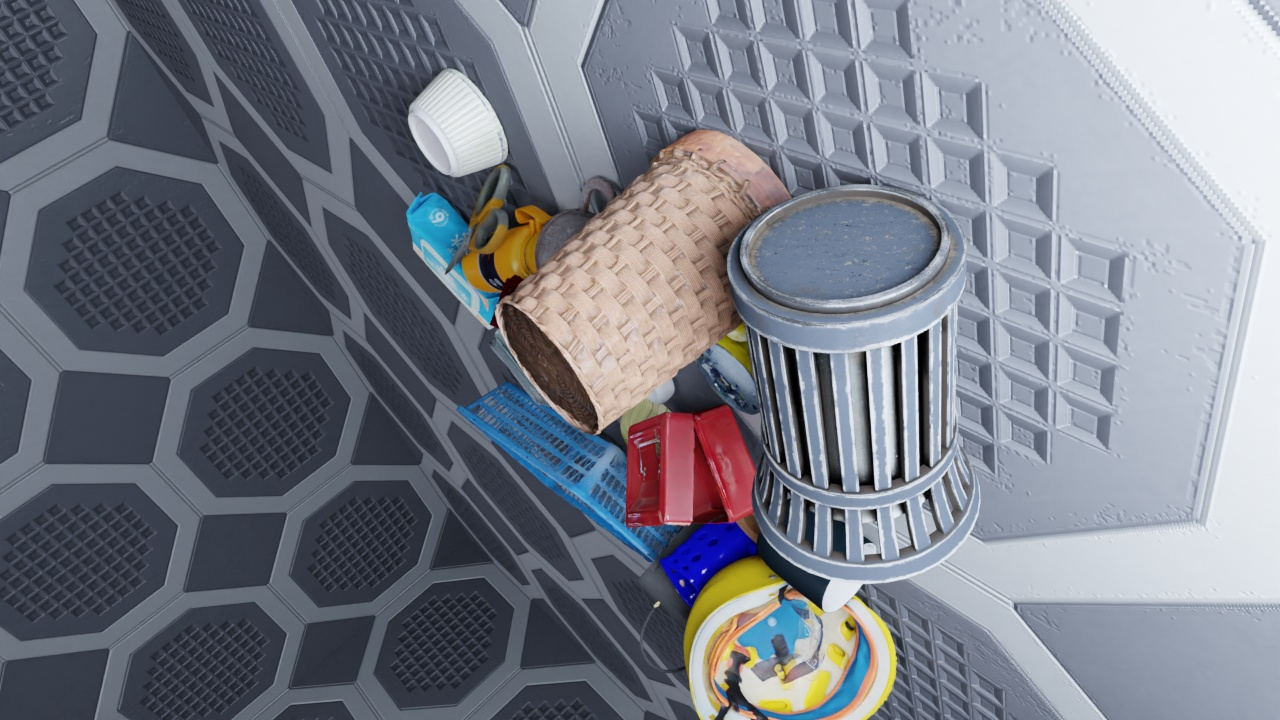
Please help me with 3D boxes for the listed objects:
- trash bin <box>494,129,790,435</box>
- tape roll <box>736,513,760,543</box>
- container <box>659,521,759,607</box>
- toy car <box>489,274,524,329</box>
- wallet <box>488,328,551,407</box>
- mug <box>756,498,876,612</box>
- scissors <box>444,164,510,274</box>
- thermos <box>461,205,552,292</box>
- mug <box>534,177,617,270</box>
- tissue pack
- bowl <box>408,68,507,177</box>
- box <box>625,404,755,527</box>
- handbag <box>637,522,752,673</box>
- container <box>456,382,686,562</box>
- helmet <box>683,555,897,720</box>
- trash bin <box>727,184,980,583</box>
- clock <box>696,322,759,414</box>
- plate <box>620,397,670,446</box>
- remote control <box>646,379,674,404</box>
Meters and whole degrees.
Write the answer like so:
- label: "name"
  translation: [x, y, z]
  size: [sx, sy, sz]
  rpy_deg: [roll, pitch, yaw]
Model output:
- label: "trash bin"
  translation: [0.003, -0.057, 0.698]
  size: [0.151, 0.209, 0.151]
  rpy_deg: [43, 158, 21]
- label: "tape roll"
  translation: [0.143, 0.184, 1.074]
  size: [0.094, 0.027, 0.094]
  rpy_deg: [42, 158, 21]
- label: "container"
  translation: [0.101, 0.254, 1.155]
  size: [0.084, 0.113, 0.085]
  rpy_deg: [17, 142, 59]
- label: "toy car"
  translation: [-0.070, -0.035, 0.995]
  size: [0.169, 0.070, 0.062]
  rpy_deg: [24, 162, -20]
- label: "wallet"
  translation: [-0.153, 0.009, 1.321]
  size: [0.131, 0.054, 0.100]
  rpy_deg: [44, -175, 20]
- label: "mug"
  translation: [0.187, 0.201, 0.957]
  size: [0.094, 0.085, 0.121]
  rpy_deg: [35, -177, 37]
- label: "scissors"
  translation: [-0.200, -0.159, 1.101]
  size: [0.229, 0.016, 0.113]
  rpy_deg: [-23, 62, 59]
- label: "thermos"
  translation: [-0.143, -0.124, 1.070]
  size: [0.091, 0.076, 0.233]
  rpy_deg: [53, 160, -20]
- label: "mug"
  translation: [-0.036, -0.112, 0.880]
  size: [0.110, 0.096, 0.123]
  rpy_deg: [18, 112, 46]
- label: "tissue pack"
  translation: [-0.244, -0.133, 1.284]
  size: [0.209, 0.066, 0.117]
  rpy_deg: [46, 160, 7]
- label: "bowl"
  translation: [-0.205, -0.251, 1.003]
  size: [0.115, 0.062, 0.115]
  rpy_deg: [42, 158, 21]
- label: "box"
  translation: [0.058, 0.120, 1.033]
  size: [0.157, 0.126, 0.137]
  rpy_deg: [153, 115, -72]
- label: "handbag"
  translation: [0.078, 0.329, 1.215]
  size: [0.176, 0.195, 0.072]
  rpy_deg: [43, 158, 19]
- label: "container"
  translation: [-0.094, 0.162, 1.377]
  size: [0.362, 0.089, 0.257]
  rpy_deg: [25, 163, 49]
- label: "helmet"
  translation: [0.158, 0.319, 1.058]
  size: [0.240, 0.209, 0.139]
  rpy_deg: [20, -169, -18]
- label: "trash bin"
  translation: [0.142, 0.013, 0.613]
  size: [0.164, 0.164, 0.228]
  rpy_deg: [31, 149, 41]
- label: "clock"
  translation: [0.097, -0.002, 0.814]
  size: [0.083, 0.057, 0.119]
  rpy_deg: [48, 160, 7]
- label: "plate"
  translation: [0.023, 0.119, 1.198]
  size: [0.184, 0.036, 0.185]
  rpy_deg: [42, 158, 21]
- label: "remote control"
  translation: [-0.006, 0.006, 1.079]
  size: [0.114, 0.028, 0.060]
  rpy_deg: [39, 156, 28]
